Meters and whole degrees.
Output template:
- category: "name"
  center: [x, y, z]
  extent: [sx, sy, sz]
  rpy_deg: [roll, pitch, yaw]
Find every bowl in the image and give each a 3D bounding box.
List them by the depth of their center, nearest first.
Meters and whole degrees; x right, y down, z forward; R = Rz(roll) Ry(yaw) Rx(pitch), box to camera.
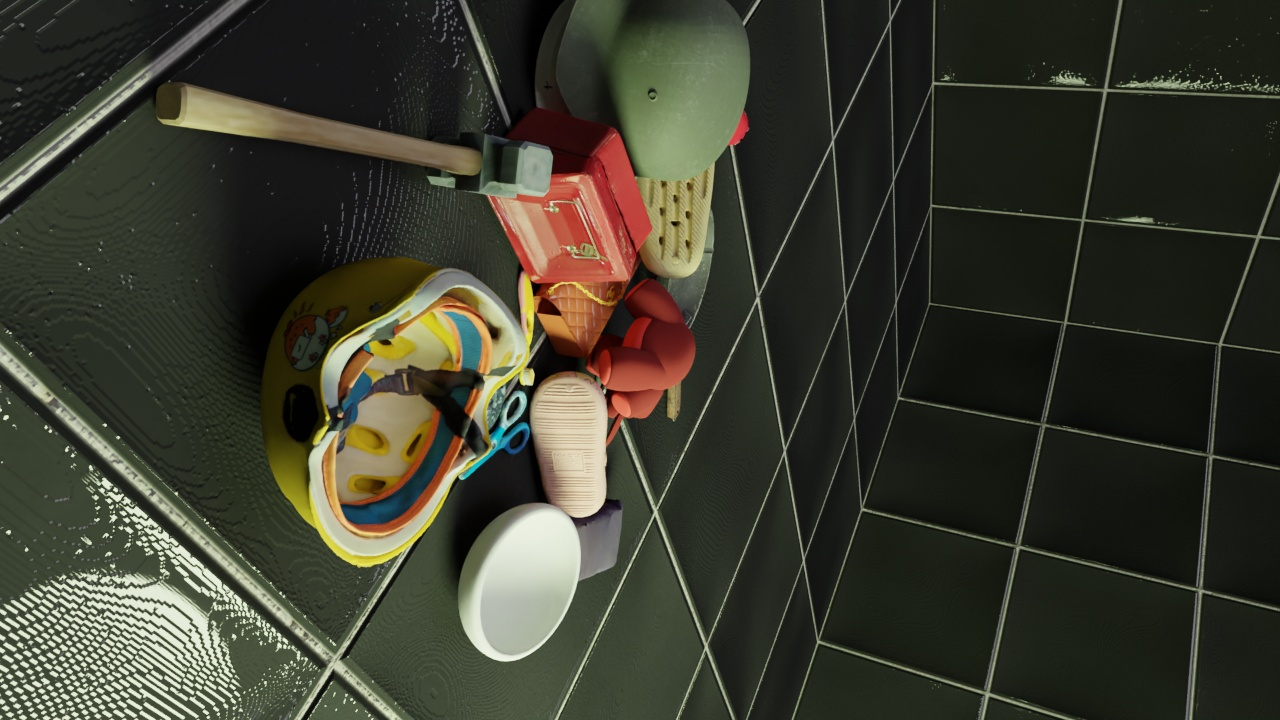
- category: "bowl"
  center: [-0.146, 0.242, 1.034]
  extent: [0.176, 0.066, 0.177]
  rpy_deg: [-21, 116, -51]

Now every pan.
- category: "pan"
  center: [0.055, -0.063, 1.377]
  extent: [0.207, 0.040, 0.358]
  rpy_deg: [-48, 149, -56]

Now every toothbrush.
- category: "toothbrush"
  center: [-0.128, -0.035, 1.030]
  extent: [0.021, 0.016, 0.135]
  rpy_deg: [-29, 126, -56]

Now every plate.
- category: "plate"
  center: [-0.052, -0.318, 1.034]
  extent: [0.181, 0.034, 0.183]
  rpy_deg: [-41, 140, -47]

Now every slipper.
- category: "slipper"
  center: [-0.082, 0.095, 1.116]
  extent: [0.081, 0.093, 0.197]
  rpy_deg: [-74, 165, -64]
- category: "slipper"
  center: [0.036, -0.223, 1.188]
  extent: [0.079, 0.111, 0.261]
  rpy_deg: [134, -41, -70]

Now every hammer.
- category: "hammer"
  center: [-0.212, -0.171, 0.721]
  extent: [0.322, 0.117, 0.051]
  rpy_deg: [-4, 103, -55]

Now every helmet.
- category: "helmet"
  center: [-0.217, 0.025, 0.732]
  extent: [0.240, 0.140, 0.209]
  rpy_deg: [-65, 154, 0]
- category: "helmet"
  center: [0.034, -0.296, 0.999]
  extent: [0.226, 0.154, 0.268]
  rpy_deg: [-25, 136, -57]

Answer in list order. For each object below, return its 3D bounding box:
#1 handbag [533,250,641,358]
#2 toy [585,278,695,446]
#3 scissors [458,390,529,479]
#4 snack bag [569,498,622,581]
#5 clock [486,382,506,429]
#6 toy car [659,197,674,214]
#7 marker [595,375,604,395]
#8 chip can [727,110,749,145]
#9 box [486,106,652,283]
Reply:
- category: "handbag"
  center: [-0.059, -0.103, 1.103]
  extent: [0.171, 0.060, 0.109]
  rpy_deg: [-63, 146, -31]
- category: "toy"
  center: [-0.007, 0.007, 1.158]
  extent: [0.198, 0.120, 0.158]
  rpy_deg: [119, -9, -62]
- category: "scissors"
  center: [-0.162, 0.097, 1.020]
  extent: [0.140, 0.015, 0.083]
  rpy_deg: [-53, 147, -48]
- category: "snack bag"
  center: [-0.081, 0.238, 1.191]
  extent: [0.205, 0.058, 0.096]
  rpy_deg: [0, 99, -64]
- category: "clock"
  center: [-0.179, 0.044, 0.912]
  extent: [0.090, 0.052, 0.129]
  rpy_deg: [22, 79, -65]
- category: "toy car"
  center: [0.017, -0.191, 1.252]
  extent: [0.105, 0.032, 0.048]
  rpy_deg: [-63, 155, -3]
- category: "marker"
  center: [-0.059, 0.060, 1.214]
  extent: [0.022, 0.016, 0.138]
  rpy_deg: [9, 90, -61]
- category: "chip can"
  center: [0.090, -0.383, 1.282]
  extent: [0.233, 0.073, 0.073]
  rpy_deg: [38, 66, -63]
- category: "box"
  center: [-0.067, -0.174, 0.969]
  extent: [0.157, 0.137, 0.122]
  rpy_deg: [69, 33, -49]
